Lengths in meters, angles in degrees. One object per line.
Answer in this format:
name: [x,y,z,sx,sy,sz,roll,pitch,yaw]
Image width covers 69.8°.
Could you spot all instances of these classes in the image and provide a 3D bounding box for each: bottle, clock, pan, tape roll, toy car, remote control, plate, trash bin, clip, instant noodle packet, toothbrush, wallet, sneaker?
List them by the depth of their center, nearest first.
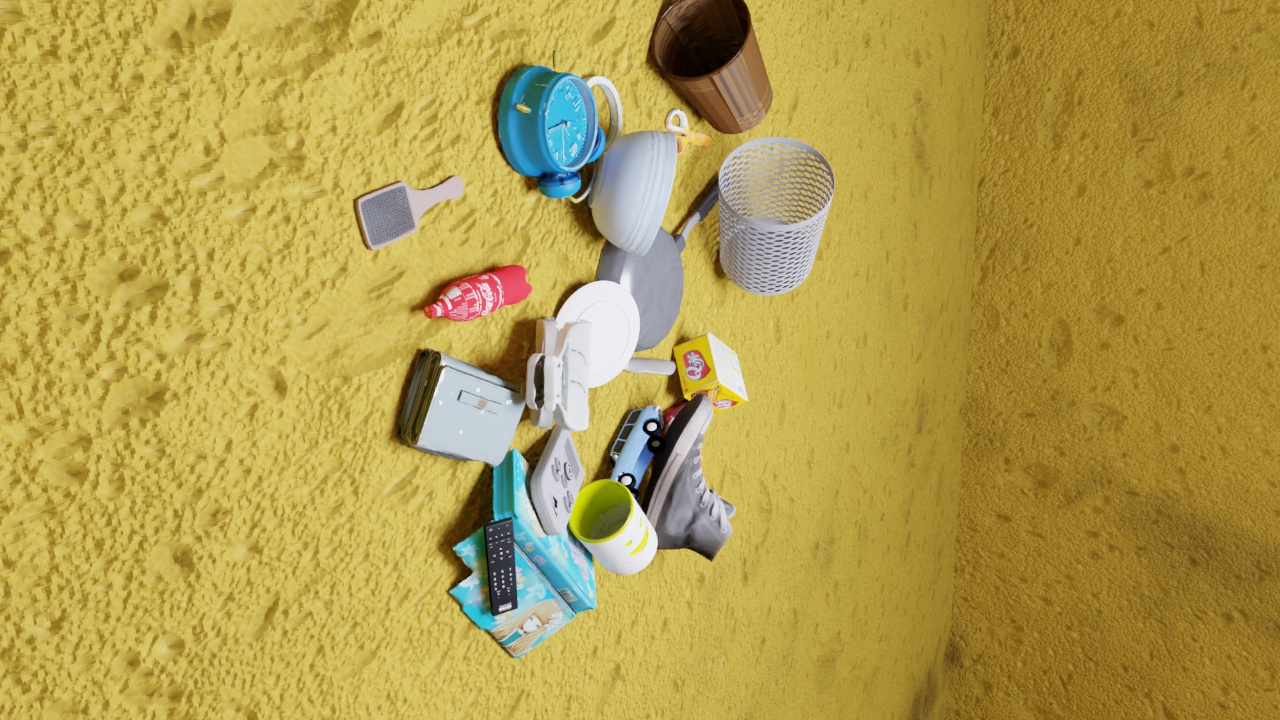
wallet: [-0.181,0.050,0.931,0.131,0.054,0.100,23,75,-53]
bottle: [-0.165,-0.066,0.932,0.141,0.042,0.042,-28,120,-52]
remote control: [-0.147,0.221,0.974,0.030,0.009,0.140,-13,129,-21]
clock: [-0.090,-0.244,0.995,0.116,0.060,0.161,-65,147,-27]
clip: [-0.081,0.017,1.006,0.152,0.104,0.126,-154,-115,-77]
remote control: [-0.092,0.136,1.050,0.150,0.019,0.074,-73,147,-67]
tape roll: [-0.052,-0.289,1.090,0.092,0.013,0.093,-18,112,-55]
plate: [-0.050,-0.029,1.115,0.134,0.011,0.135,-16,116,-37]
toy car: [-0.012,0.129,1.210,0.056,0.055,0.153,76,35,-54]
toothbrush: [-0.007,0.007,1.223,0.185,0.024,0.022,2,56,-58]
sneaker: [0.080,0.162,1.247,0.095,0.120,0.235,-105,-150,-77]
pan: [0.049,-0.155,1.256,0.356,0.041,0.179,-55,139,-37]
trash bin: [0.188,-0.200,1.325,0.183,0.156,0.156,85,27,-60]
instant noodle packet: [0.056,0.130,1.336,0.098,0.040,0.135,-33,120,-47]

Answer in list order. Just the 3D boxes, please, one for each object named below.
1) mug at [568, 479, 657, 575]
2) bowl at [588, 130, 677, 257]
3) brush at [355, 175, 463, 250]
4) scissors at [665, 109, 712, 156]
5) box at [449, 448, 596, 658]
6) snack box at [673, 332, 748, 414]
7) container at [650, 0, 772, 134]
mug: [-0.032,0.205,1.118,0.082,0.083,0.106,-65,149,-26]
bowl: [-0.017,-0.204,1.077,0.074,0.151,0.150,13,84,-14]
brush: [-0.210,-0.148,0.866,0.135,0.015,0.050,-39,128,-48]
scissors: [0.069,-0.315,1.281,0.128,0.013,0.065,-13,108,-56]
box: [-0.124,0.228,1.039,0.171,0.084,0.227,-61,143,-30]
snack box: [0.102,0.020,1.337,0.105,0.061,0.083,32,41,-56]
container: [0.106,-0.387,1.223,0.167,0.132,0.132,36,67,-61]
